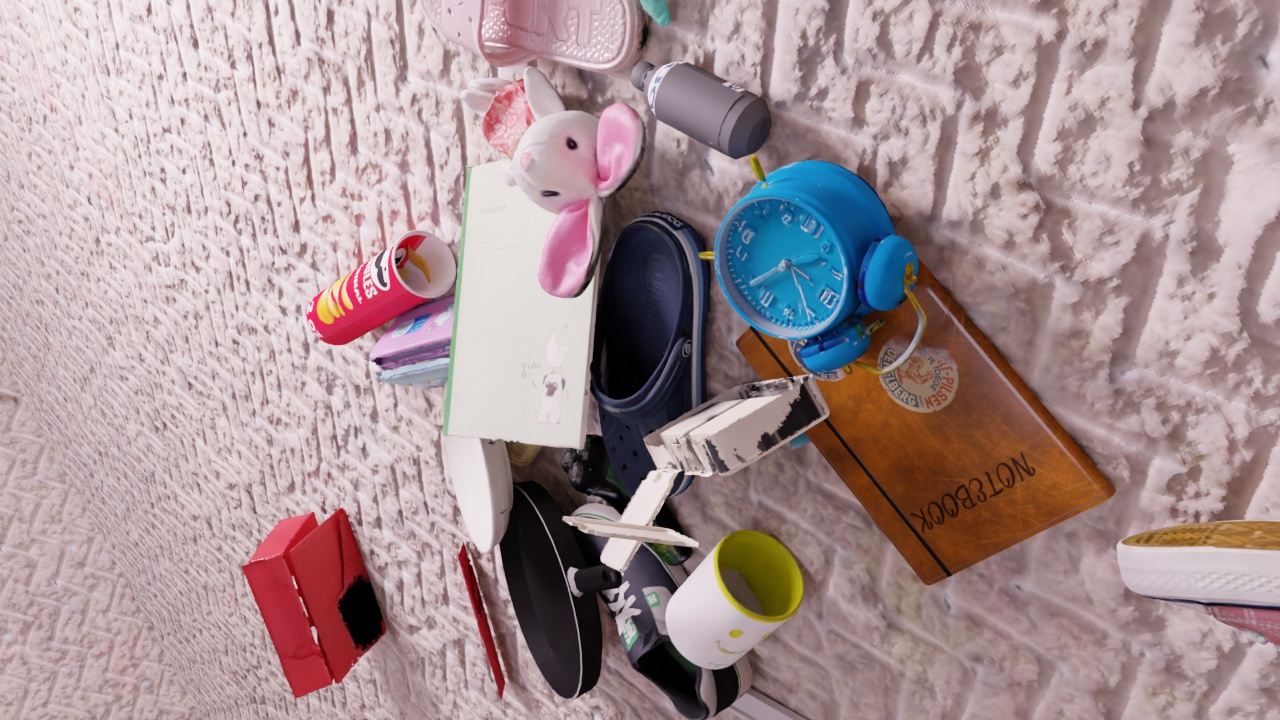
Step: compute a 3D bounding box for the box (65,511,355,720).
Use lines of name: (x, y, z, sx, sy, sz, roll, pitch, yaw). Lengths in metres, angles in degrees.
box: (-0.573, 0.368, 1.268, 0.153, 0.325, 0.214, -142, 37, -68)

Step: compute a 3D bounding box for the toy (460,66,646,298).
toy: (-0.070, -0.163, 0.713, 0.194, 0.084, 0.159, 52, 129, 28)

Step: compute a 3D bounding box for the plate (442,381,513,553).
plate: (-0.166, 0.107, 0.953, 0.183, 0.034, 0.182, 168, 90, -67)

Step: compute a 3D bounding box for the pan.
pan: (-0.072, 0.215, 0.884, 0.357, 0.034, 0.225, -37, 69, 63)

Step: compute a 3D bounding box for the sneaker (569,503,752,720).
sneaker: (0.000, 0.231, 0.857, 0.235, 0.078, 0.084, 46, 122, 22)

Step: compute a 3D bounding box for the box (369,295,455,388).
box: (-0.194, -0.014, 0.932, 0.215, 0.077, 0.096, -11, 104, 45)

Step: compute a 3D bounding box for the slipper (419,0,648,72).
slipper: (-0.102, -0.281, 0.719, 0.239, 0.064, 0.094, 25, 126, 31)

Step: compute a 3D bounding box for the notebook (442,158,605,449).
notebook: (-0.103, -0.056, 0.790, 0.182, 0.010, 0.252, 0, 84, 42)

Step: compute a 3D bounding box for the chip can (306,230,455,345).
chip can: (-0.286, -0.073, 0.991, 0.221, 0.069, 0.069, -18, 98, 47)

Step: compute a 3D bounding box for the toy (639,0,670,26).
toy: (0.026, -0.286, 0.622, 0.105, 0.033, 0.085, -22, 106, 46)

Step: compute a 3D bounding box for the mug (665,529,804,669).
mug: (0.078, 0.206, 0.784, 0.082, 0.082, 0.106, 47, 135, 15)

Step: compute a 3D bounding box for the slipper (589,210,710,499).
slipper: (-0.004, 0.004, 0.754, 0.105, 0.095, 0.253, 20, 119, 32)

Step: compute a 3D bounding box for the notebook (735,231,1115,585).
notebook: (0.177, 0.031, 0.653, 0.249, 0.014, 0.179, 52, 136, 9)

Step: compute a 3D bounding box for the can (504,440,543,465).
can: (-0.110, 0.071, 0.923, 0.038, 0.038, 0.080, 50, 135, 12)

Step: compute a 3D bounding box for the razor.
razor: (-0.012, 0.133, 0.846, 0.151, 0.067, 0.054, 50, 132, 0)

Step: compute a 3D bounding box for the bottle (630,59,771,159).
bottle: (0.040, -0.182, 0.649, 0.112, 0.046, 0.047, 35, 130, 26)

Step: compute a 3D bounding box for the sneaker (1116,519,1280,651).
sneaker: (0.373, 0.137, 0.460, 0.241, 0.118, 0.088, 3, 95, 36)

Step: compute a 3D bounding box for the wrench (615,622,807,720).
wrench: (0.087, 0.311, 0.877, 0.274, 0.018, 0.087, 19, 121, 34)

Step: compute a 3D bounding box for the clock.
clock: (0.119, -0.059, 0.605, 0.161, 0.060, 0.117, 41, 132, 18)

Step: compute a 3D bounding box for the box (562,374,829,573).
box: (0.035, 0.085, 0.654, 0.069, 0.191, 0.144, 63, 164, -3)
